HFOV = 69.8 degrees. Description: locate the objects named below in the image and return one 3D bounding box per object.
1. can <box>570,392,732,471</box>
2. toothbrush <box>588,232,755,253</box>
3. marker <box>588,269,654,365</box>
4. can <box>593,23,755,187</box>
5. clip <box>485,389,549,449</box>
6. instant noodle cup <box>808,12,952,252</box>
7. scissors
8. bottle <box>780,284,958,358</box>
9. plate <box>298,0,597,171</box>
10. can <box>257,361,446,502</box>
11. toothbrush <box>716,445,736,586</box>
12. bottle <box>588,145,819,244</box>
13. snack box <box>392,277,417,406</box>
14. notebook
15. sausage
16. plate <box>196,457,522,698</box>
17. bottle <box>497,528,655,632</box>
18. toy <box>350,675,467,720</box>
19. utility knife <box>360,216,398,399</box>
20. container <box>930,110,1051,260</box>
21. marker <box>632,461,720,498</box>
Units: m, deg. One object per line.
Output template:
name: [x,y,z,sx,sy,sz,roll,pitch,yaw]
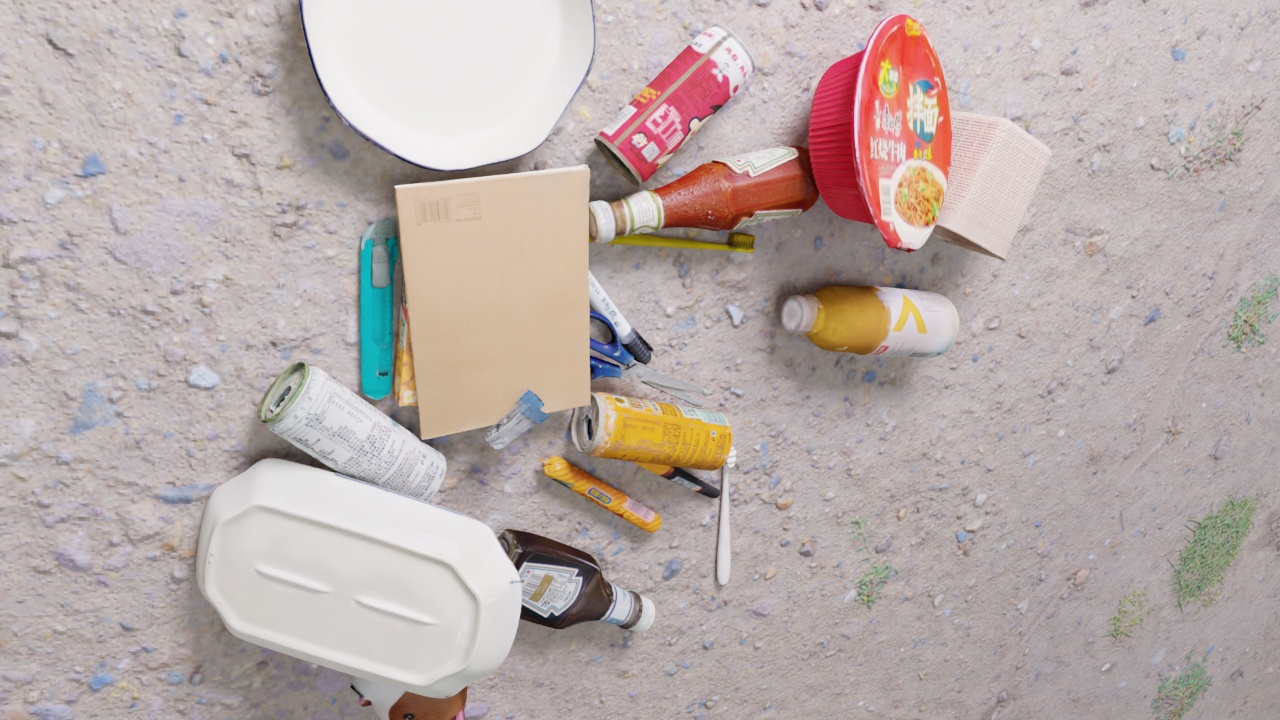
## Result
can: [0.012,0.067,0.847,0.145,0.058,0.058,11,108,-30]
toothbrush: [0.018,-0.107,0.793,0.189,0.016,0.017,0,108,-26]
marker: [-0.027,-0.044,0.800,0.022,0.018,0.131,-52,127,-21]
can: [0.028,-0.203,0.729,0.132,0.053,0.053,-45,124,-1]
clip: [-0.105,0.053,0.762,0.058,0.045,0.027,-38,130,6]
instant noodle cup: [0.201,-0.189,0.782,0.193,0.066,0.194,-5,96,-51]
scissors: [-0.014,0.016,0.824,0.125,0.012,0.174,-32,125,8]
bottle: [0.224,-0.039,0.895,0.189,0.068,0.068,2,112,-27]
plate: [-0.131,-0.238,0.639,0.204,0.045,0.205,-10,118,-21]
can: [-0.225,0.063,0.727,0.058,0.058,0.146,-47,124,0]
toothbrush: [0.090,0.165,0.957,0.016,0.016,0.180,-11,118,-20]
bottle: [0.053,-0.135,0.772,0.205,0.060,0.060,-16,119,-19]
snack box: [-0.152,-0.039,0.734,0.077,0.027,0.156,-1,114,-28]
notebook: [-0.110,-0.044,0.728,0.149,0.012,0.212,-11,119,-23]
sausage: [-0.034,0.129,0.875,0.165,0.021,0.021,35,94,-34]
plate: [-0.225,0.176,0.711,0.266,0.034,0.162,17,102,3]
bottle: [-0.066,0.225,0.892,0.194,0.044,0.080,29,98,-34]
toy: [-0.191,0.244,0.795,0.130,0.140,0.200,-13,126,-51]
utility knife: [-0.204,-0.038,0.716,0.029,0.013,0.151,-3,114,-23]
container: [0.316,-0.168,0.871,0.090,0.090,0.111,19,100,-32]
marker: [0.035,0.112,0.906,0.123,0.015,0.018,30,135,-35]
